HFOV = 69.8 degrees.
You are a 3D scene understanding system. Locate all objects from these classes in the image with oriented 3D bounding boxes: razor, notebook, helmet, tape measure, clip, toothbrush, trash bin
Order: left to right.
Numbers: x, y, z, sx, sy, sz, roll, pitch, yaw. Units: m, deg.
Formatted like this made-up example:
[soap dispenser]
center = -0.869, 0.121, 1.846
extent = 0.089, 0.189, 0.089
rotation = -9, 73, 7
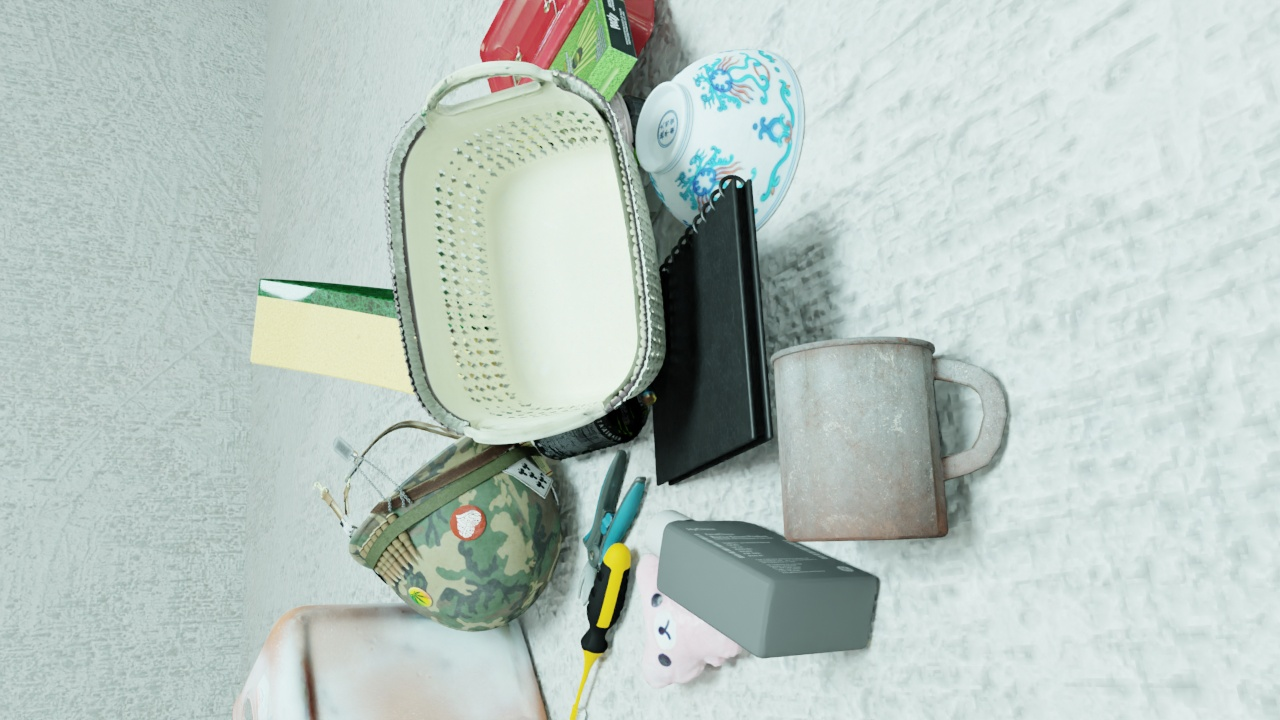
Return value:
[trash bin]
center = -0.234, 0.341, 0.882
extent = 0.158, 0.259, 0.181
rotation = -58, 40, 30
[helmet]
center = -0.180, 0.135, 0.873
extent = 0.236, 0.192, 0.225
rotation = 36, 133, 26
[toothbrush]
center = -0.040, 0.243, 0.794
extent = 0.031, 0.031, 0.197
rotation = -106, 29, -68
[tape measure]
center = -0.014, -0.205, 0.814
extent = 0.065, 0.035, 0.059
rotation = 35, 115, 55
[razor]
center = -0.005, 0.004, 0.762
extent = 0.144, 0.022, 0.042
rotation = -119, 43, -66
[clip]
center = -0.004, -0.135, 0.794
extent = 0.054, 0.040, 0.101
rotation = 110, 147, -45
[notebook]
center = 0.040, -0.009, 0.646
extent = 0.232, 0.019, 0.169
rotation = 132, 137, -71

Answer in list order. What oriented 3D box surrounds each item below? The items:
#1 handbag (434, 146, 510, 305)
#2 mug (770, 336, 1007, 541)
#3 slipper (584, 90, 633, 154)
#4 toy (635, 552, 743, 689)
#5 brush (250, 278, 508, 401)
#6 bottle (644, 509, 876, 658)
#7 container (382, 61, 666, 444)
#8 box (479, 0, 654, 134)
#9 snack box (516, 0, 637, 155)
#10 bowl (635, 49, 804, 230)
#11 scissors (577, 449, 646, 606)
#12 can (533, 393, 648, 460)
[handbag]
center = -0.145, -0.123, 0.965
extent = 0.199, 0.096, 0.142
rotation = -44, 64, 46
[mug]
center = 0.135, 0.045, 0.500
extent = 0.123, 0.096, 0.110
rotation = -7, 84, 27
[slipper]
center = -0.056, -0.118, 0.798
extent = 0.094, 0.064, 0.240
rotation = -124, 35, -55
[toy]
center = 0.035, 0.189, 0.660
extent = 0.096, 0.052, 0.099
rotation = -11, 79, 45
[brush]
center = -0.205, -0.019, 0.858
extent = 0.250, 0.194, 0.075
rotation = 10, 95, 20
[bottle]
center = 0.060, 0.136, 0.597
extent = 0.174, 0.083, 0.046
rotation = 13, 97, 59
[container]
center = -0.074, -0.068, 0.662
extent = 0.185, 0.143, 0.251
rotation = -10, 84, 16
[box]
center = -0.056, -0.283, 0.825
extent = 0.158, 0.117, 0.135
rotation = -46, 46, 41
[snack box]
center = -0.057, -0.214, 0.742
extent = 0.148, 0.025, 0.080
rotation = -48, 38, 39
[bowl]
center = 0.044, -0.164, 0.677
extent = 0.144, 0.074, 0.144
rotation = -15, 73, 57
[scissors]
center = -0.027, 0.148, 0.797
extent = 0.151, 0.019, 0.130
rotation = -30, 60, 52
[can]
center = -0.047, 0.055, 0.810
extent = 0.138, 0.053, 0.054
rotation = -22, 67, 55
